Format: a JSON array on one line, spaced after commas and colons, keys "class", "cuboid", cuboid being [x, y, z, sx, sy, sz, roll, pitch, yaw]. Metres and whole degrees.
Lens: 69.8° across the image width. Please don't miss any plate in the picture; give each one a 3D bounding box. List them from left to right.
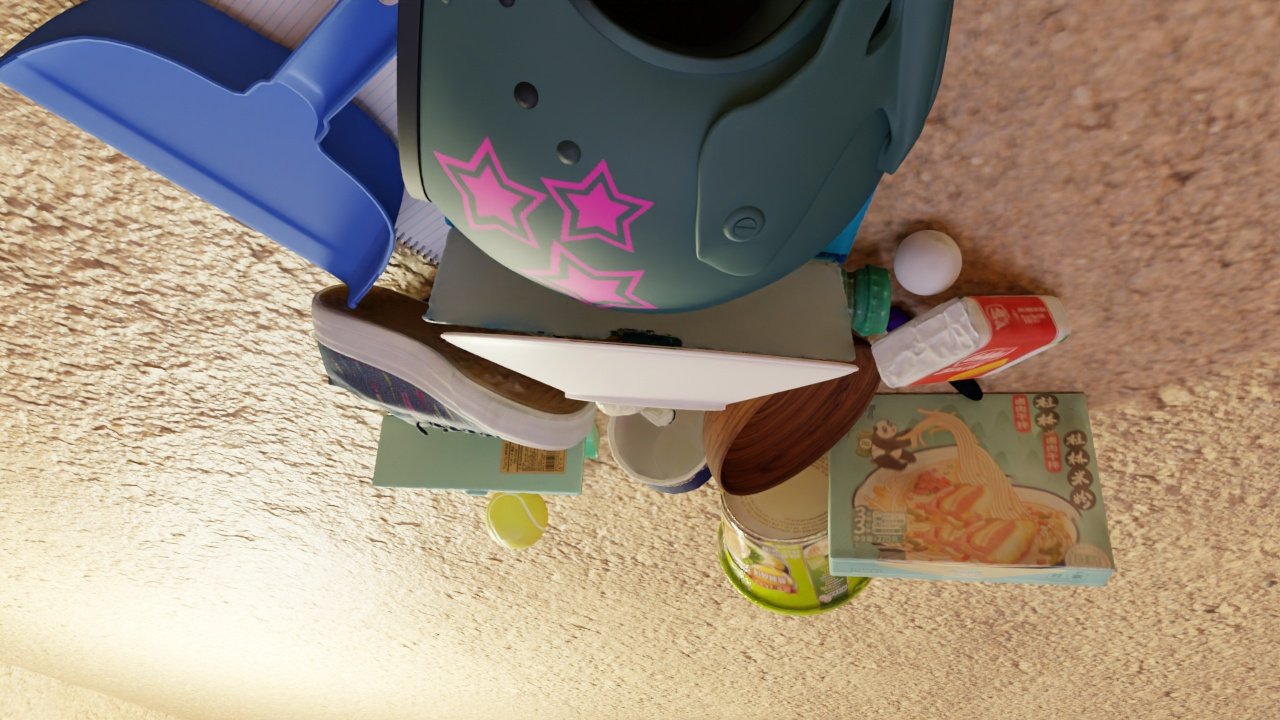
[{"class": "plate", "cuboid": [0.004, 0.009, 0.515, 0.229, 0.030, 0.229, 5, 180, 0]}]

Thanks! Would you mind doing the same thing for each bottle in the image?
[{"class": "bottle", "cuboid": [0.052, -0.041, 0.594, 0.210, 0.068, 0.068, 2, 147, 8]}]

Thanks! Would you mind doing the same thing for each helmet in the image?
[{"class": "helmet", "cuboid": [0.025, -0.140, 0.359, 0.200, 0.176, 0.276, 14, 134, -2]}]

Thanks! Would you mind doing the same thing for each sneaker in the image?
[{"class": "sneaker", "cuboid": [-0.131, 0.017, 0.632, 0.236, 0.087, 0.079, 22, 119, 26]}]

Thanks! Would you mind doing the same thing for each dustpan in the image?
[{"class": "dustpan", "cuboid": [-0.197, -0.134, 0.491, 0.258, 0.059, 0.245, -27, 134, 36]}]

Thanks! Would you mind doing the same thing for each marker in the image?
[{"class": "marker", "cuboid": [0.215, -0.001, 0.669, 0.134, 0.018, 0.015, 34, -179, -35]}]

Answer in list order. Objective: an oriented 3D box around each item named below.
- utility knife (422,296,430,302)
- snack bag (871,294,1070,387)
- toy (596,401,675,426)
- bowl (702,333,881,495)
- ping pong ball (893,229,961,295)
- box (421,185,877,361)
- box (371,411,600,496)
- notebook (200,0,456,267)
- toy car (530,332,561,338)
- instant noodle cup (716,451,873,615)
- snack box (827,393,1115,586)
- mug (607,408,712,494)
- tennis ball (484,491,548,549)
[{"class": "utility knife", "cuboid": [-0.137, -0.039, 0.673, 0.173, 0.028, 0.020, -17, 162, 34]}, {"class": "snack bag", "cuboid": [0.214, -0.013, 0.592, 0.115, 0.036, 0.077, -4, 159, -39]}, {"class": "toy", "cuboid": [-0.004, 0.004, 0.676, 0.112, 0.050, 0.087, 25, 109, -28]}, {"class": "bowl", "cuboid": [0.097, 0.024, 0.668, 0.147, 0.069, 0.147, -26, 146, -20]}, {"class": "ping pong ball", "cuboid": [0.176, -0.060, 0.564, 0.040, 0.040, 0.040, 5, 147, 3]}, {"class": "box", "cuboid": [0.006, -0.070, 0.504, 0.243, 0.115, 0.094, 5, 145, -2]}, {"class": "box", "cuboid": [-0.136, 0.089, 0.813, 0.188, 0.092, 0.077, 2, 146, 8]}, {"class": "notebook", "cuboid": [-0.145, -0.142, 0.532, 0.178, 0.013, 0.245, -25, 135, 37]}, {"class": "toy car", "cuboid": [-0.120, 0.008, 0.707, 0.192, 0.071, 0.094, -16, 139, 34]}, {"class": "instant noodle cup", "cuboid": [0.134, 0.134, 0.790, 0.146, 0.145, 0.098, -2, 135, 15]}, {"class": "snack box", "cuboid": [0.241, 0.095, 0.697, 0.194, 0.141, 0.044, -1, 147, 13]}, {"class": "mug", "cuboid": [0.017, 0.057, 0.749, 0.112, 0.085, 0.089, 45, 177, 20]}, {"class": "tennis ball", "cuboid": [-0.128, 0.162, 0.950, 0.065, 0.065, 0.065, 5, 147, 3]}]
